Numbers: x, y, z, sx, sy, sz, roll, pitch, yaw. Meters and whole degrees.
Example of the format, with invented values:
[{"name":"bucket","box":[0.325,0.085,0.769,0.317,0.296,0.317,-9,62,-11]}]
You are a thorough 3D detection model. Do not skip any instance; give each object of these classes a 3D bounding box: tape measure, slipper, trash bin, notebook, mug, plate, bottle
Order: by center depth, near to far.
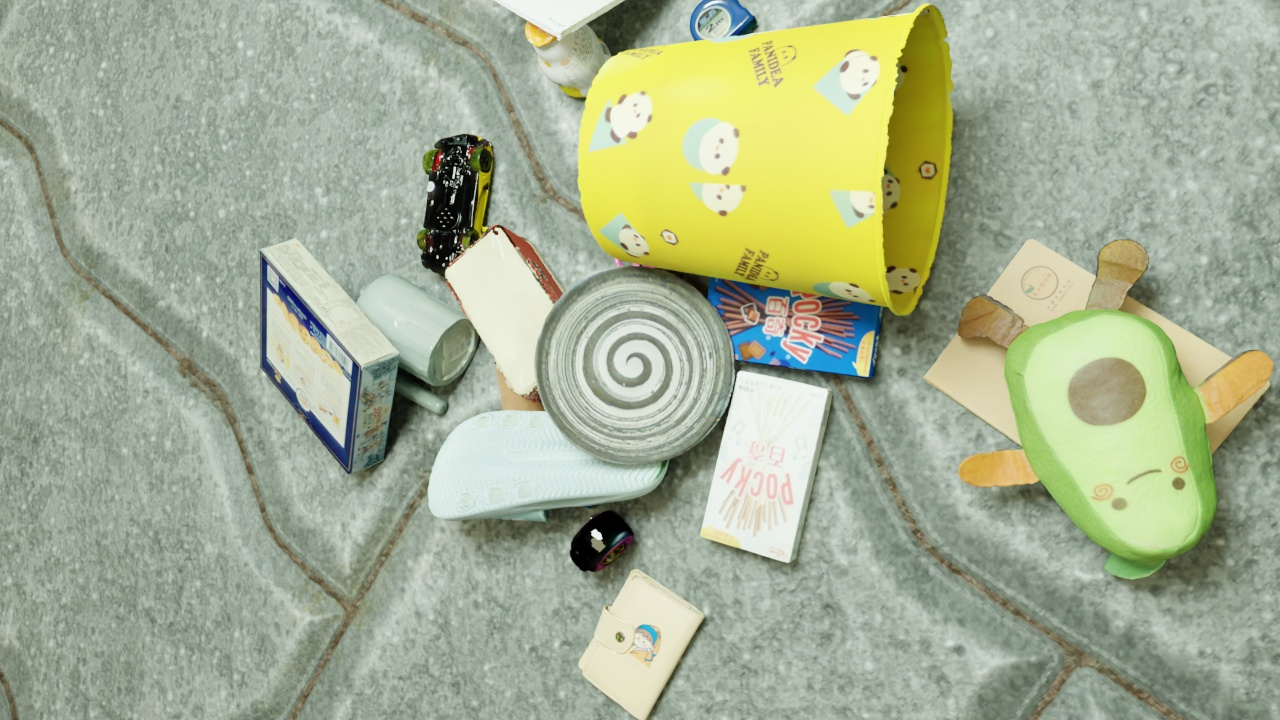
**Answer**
[{"name":"notebook","box":[0.360,0.016,0.741,0.208,0.008,0.148,38,99,20]},{"name":"trash bin","box":[0.103,-0.164,0.752,0.256,0.229,0.229,8,88,27]},{"name":"plate","box":[-0.005,0.005,0.820,0.179,0.024,0.179,1,83,-7]},{"name":"tape measure","box":[-0.038,0.168,0.859,0.039,0.057,0.058,46,110,20]},{"name":"slipper","box":[-0.088,0.102,0.873,0.246,0.074,0.103,-7,64,17]},{"name":"tape measure","box":[0.075,-0.320,0.874,0.058,0.025,0.054,-40,71,10]},{"name":"notebook","box":[-0.056,-0.384,0.874,0.150,0.012,0.208,37,61,22]},{"name":"bottle","box":[-0.071,-0.299,0.886,0.063,0.108,0.063,-2,84,20]},{"name":"mug","box":[-0.234,-0.014,0.949,0.103,0.083,0.124,27,122,20]}]

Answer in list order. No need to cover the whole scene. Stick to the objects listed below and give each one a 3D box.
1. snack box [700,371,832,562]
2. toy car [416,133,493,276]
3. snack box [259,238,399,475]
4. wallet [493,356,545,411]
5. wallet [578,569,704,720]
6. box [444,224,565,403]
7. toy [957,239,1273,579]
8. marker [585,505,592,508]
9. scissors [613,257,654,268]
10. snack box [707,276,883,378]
[{"name":"snack box","box":[0.113,0.094,0.822,0.085,0.027,0.157,13,89,22]},{"name":"toy car","box":[-0.193,-0.162,0.958,0.071,0.041,0.155,3,83,22]},{"name":"snack box","box":[-0.326,-0.001,0.944,0.178,0.045,0.183,44,139,19]},{"name":"wallet","box":[-0.098,0.009,0.918,0.101,0.020,0.115,-17,76,20]},{"name":"wallet","box":[-0.004,0.262,0.856,0.087,0.024,0.115,31,98,22]},{"name":"box","box":[-0.118,-0.045,0.884,0.091,0.076,0.168,-40,67,12]},{"name":"toy","box":[0.348,0.039,0.691,0.227,0.089,0.246,-26,74,24]},{"name":"marker","box":[-0.007,0.085,0.876,0.017,0.017,0.146,45,102,19]},{"name":"scissors","box":[-0.003,-0.151,0.897,0.057,0.017,0.133,-7,79,27]},{"name":"snack box","box":[0.135,-0.036,0.824,0.157,0.026,0.084,8,89,22]}]
